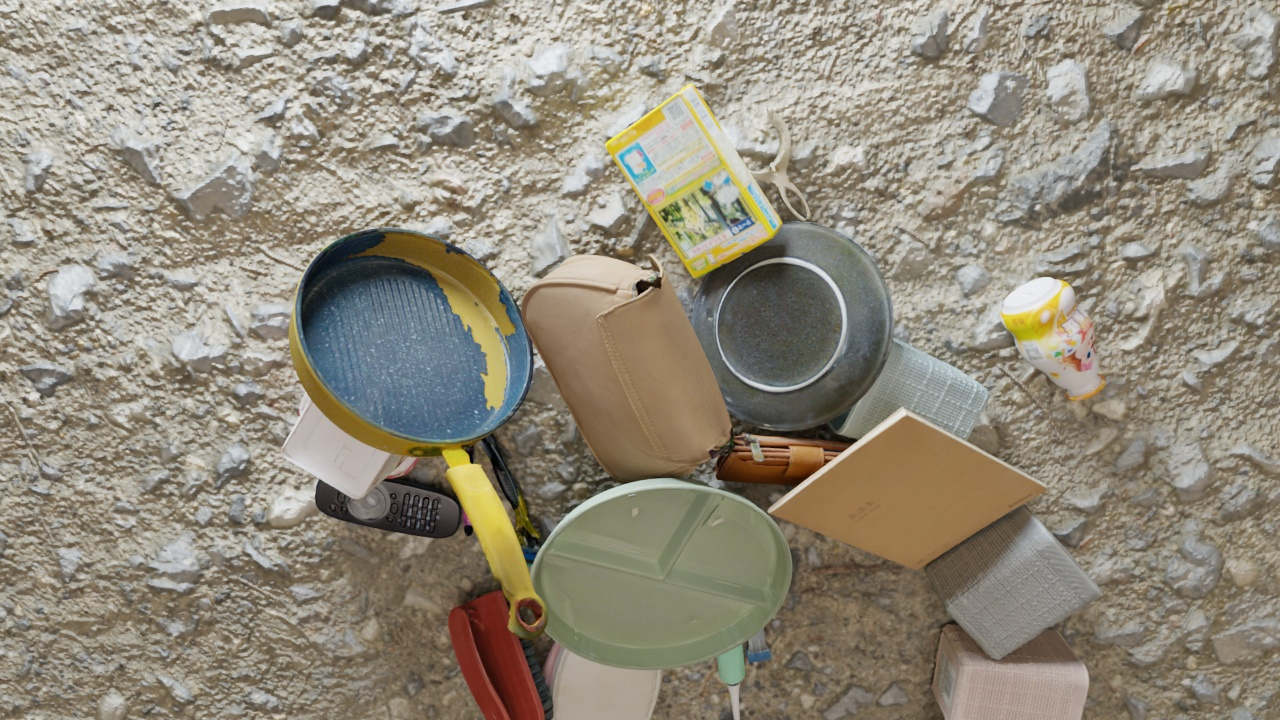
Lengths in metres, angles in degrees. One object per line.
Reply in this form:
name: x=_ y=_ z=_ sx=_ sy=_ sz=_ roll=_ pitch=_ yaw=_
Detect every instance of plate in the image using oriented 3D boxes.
plate: x=0.120 y=-0.030 z=0.769 sx=0.180 sy=0.024 sz=0.179 roll=-2 pitch=85 yaw=28
plate: x=0.018 y=0.189 z=0.804 sx=0.230 sy=0.027 sz=0.231 roll=-2 pitch=124 yaw=-4

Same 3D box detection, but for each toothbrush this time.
toothbrush: x=0.086 y=0.280 z=0.893 sx=0.027 sy=0.026 sz=0.224 roll=-12 pitch=105 yaw=-19
toothbrush: x=-0.160 y=0.077 z=0.847 sx=0.014 sy=0.017 sz=0.189 roll=2 pitch=105 yaw=-2

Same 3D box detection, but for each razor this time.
razor: x=-0.121 y=0.126 z=0.857 sx=0.043 sy=0.022 sz=0.143 roll=-8 pitch=105 yaw=47

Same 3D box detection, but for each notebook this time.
notebook: x=0.233 y=0.119 z=0.792 sx=0.211 sy=0.012 sz=0.150 roll=25 pitch=126 yaw=-33

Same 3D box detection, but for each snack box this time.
snack box: x=0.044 y=-0.146 z=0.764 sx=0.087 sy=0.033 sz=0.140 roll=-27 pitch=102 yaw=37

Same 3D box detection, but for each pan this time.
pan: x=-0.147 y=0.046 z=0.701 sx=0.078 sy=0.197 sz=0.357 roll=-42 pitch=60 yaw=45

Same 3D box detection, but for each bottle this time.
bottle: x=0.363 y=-0.017 z=0.800 sx=0.063 sy=0.063 sz=0.108 roll=-34 pitch=102 yaw=8

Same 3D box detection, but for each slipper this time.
slipper: x=-0.054 y=0.360 z=0.896 sx=0.114 sy=0.054 sz=0.274 roll=15 pitch=94 yaw=-8

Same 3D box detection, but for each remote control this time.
remote control: x=-0.233 y=0.133 z=0.856 sx=0.136 sy=0.024 sz=0.053 roll=12 pitch=105 yaw=-2

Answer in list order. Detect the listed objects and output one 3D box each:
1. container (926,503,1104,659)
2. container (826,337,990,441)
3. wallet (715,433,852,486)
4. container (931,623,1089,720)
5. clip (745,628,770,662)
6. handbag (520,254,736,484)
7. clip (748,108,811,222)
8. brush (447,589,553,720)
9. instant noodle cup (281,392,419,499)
container: x=0.336 y=0.200 z=0.843 sx=0.114 sy=0.090 sz=0.090 roll=-42 pitch=100 yaw=13
container: x=0.228 y=0.032 z=0.801 sx=0.111 sy=0.090 sz=0.090 roll=21 pitch=103 yaw=-9
wallet: x=0.137 y=0.088 z=0.805 sx=0.130 sy=0.119 sz=0.035 roll=4 pitch=75 yaw=0
container: x=0.344 y=0.306 z=0.869 sx=0.111 sy=0.089 sz=0.090 roll=6 pitch=104 yaw=2
clip: x=0.112 y=0.269 z=0.897 sx=0.024 sy=0.028 sz=0.057 roll=-9 pitch=112 yaw=4
handbag: x=-0.005 y=0.004 z=0.769 sx=0.148 sy=0.099 sz=0.204 roll=-3 pitch=120 yaw=45
clip: x=0.115 y=-0.171 z=0.775 sx=0.099 sy=0.035 sz=0.098 roll=24 pitch=102 yaw=-6
brush: x=-0.130 y=0.290 z=0.845 sx=0.063 sy=0.069 sz=0.145 roll=-28 pitch=78 yaw=25
instant noodle cup: x=-0.237 y=0.050 z=0.784 sx=0.116 sy=0.124 sz=0.117 roll=33 pitch=102 yaw=-8
